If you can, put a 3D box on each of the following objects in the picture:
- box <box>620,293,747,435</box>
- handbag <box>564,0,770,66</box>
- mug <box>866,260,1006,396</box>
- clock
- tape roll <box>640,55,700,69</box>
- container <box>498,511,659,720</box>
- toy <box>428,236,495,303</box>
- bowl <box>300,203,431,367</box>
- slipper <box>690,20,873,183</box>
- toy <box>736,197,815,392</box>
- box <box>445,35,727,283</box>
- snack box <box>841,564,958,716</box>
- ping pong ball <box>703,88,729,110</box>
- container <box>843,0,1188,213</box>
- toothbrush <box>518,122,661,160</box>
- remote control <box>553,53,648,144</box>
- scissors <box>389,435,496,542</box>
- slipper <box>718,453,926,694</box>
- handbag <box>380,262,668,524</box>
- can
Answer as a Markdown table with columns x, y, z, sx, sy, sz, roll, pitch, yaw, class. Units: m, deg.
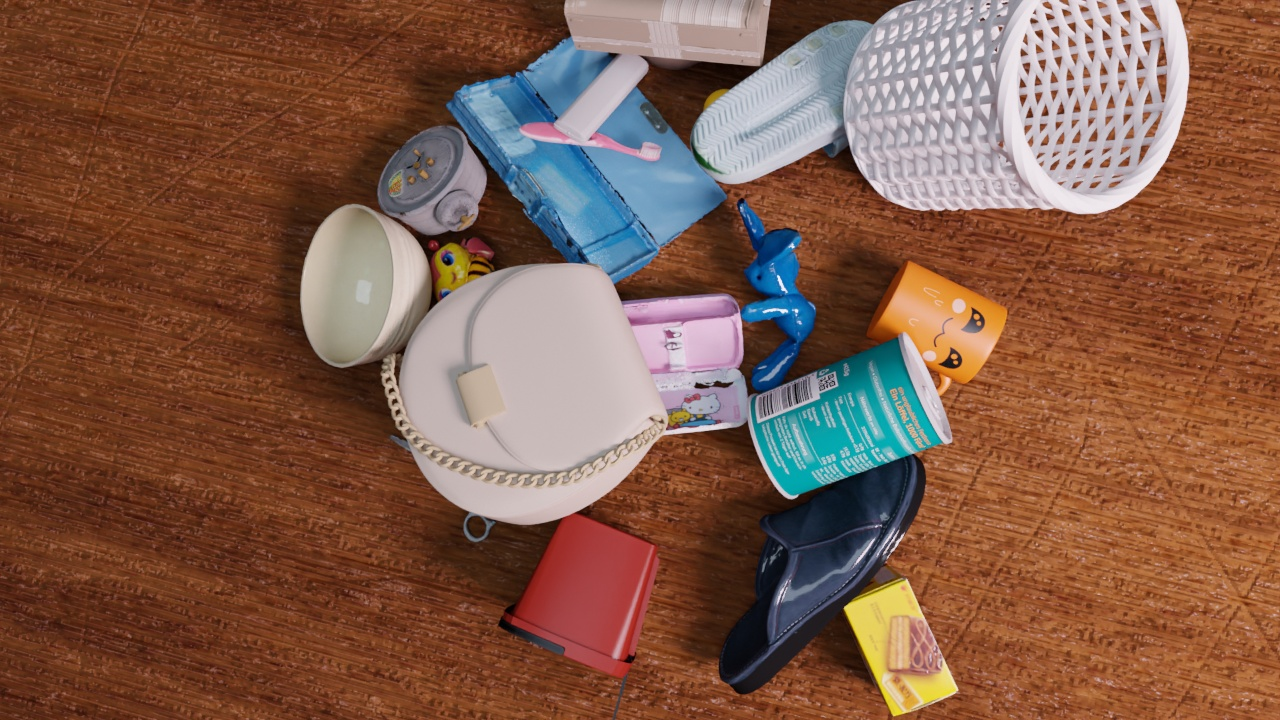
| x | y | z | sx | sy | sz | roll | pitch | yaw | class |
| --- | --- | --- | --- | --- | --- | --- | --- | --- | --- |
| -0.005 | 0.008 | 0.841 | 0.201 | 0.101 | 0.111 | -5 | 112 | 5 | box |
| 0.042 | -0.377 | 0.851 | 0.176 | 0.062 | 0.197 | 10 | 72 | 13 | handbag |
| 0.259 | -0.020 | 0.834 | 0.096 | 0.077 | 0.113 | 27 | 109 | 6 | mug |
| -0.190 | -0.162 | 0.862 | 0.104 | 0.056 | 0.148 | -43 | 51 | 2 | clock |
| 0.033 | -0.333 | 0.888 | 0.094 | 0.030 | 0.093 | 0 | 87 | 6 | tape roll |
| -0.057 | 0.244 | 0.813 | 0.127 | 0.148 | 0.200 | 21 | 80 | 5 | container |
| -0.172 | -0.078 | 0.881 | 0.103 | 0.046 | 0.084 | 35 | 95 | 40 | toy |
| -0.249 | -0.067 | 0.869 | 0.151 | 0.075 | 0.150 | -2 | 87 | 40 | bowl |
| 0.152 | -0.232 | 0.848 | 0.245 | 0.074 | 0.104 | -30 | 76 | -13 | slipper |
| 0.123 | -0.059 | 0.832 | 0.071 | 0.112 | 0.176 | -7 | 103 | 2 | toy |
| -0.052 | -0.192 | 0.884 | 0.175 | 0.060 | 0.231 | -35 | 83 | -22 | box |
| 0.224 | 0.247 | 0.817 | 0.061 | 0.083 | 0.105 | -24 | 85 | 3 | snack box |
| 0.080 | -0.238 | 0.874 | 0.040 | 0.040 | 0.040 | 0 | 87 | 5 | ping pong ball |
| 0.296 | -0.216 | 0.745 | 0.189 | 0.187 | 0.189 | -4 | 100 | -24 | container |
| -0.045 | -0.204 | 0.851 | 0.135 | 0.016 | 0.021 | 8 | 58 | -14 | toothbrush |
| -0.035 | -0.251 | 0.865 | 0.033 | 0.012 | 0.130 | 31 | 57 | 4 | remote control |
| -0.166 | 0.106 | 0.896 | 0.131 | 0.014 | 0.153 | -23 | 89 | 5 | scissors |
| 0.141 | 0.171 | 0.813 | 0.083 | 0.109 | 0.266 | 39 | 96 | -9 | slipper |
| -0.095 | 0.030 | 0.788 | 0.209 | 0.103 | 0.210 | -25 | 71 | 6 | handbag |
| 0.179 | 0.049 | 0.793 | 0.144 | 0.099 | 0.099 | -24 | 85 | 22 | can |
